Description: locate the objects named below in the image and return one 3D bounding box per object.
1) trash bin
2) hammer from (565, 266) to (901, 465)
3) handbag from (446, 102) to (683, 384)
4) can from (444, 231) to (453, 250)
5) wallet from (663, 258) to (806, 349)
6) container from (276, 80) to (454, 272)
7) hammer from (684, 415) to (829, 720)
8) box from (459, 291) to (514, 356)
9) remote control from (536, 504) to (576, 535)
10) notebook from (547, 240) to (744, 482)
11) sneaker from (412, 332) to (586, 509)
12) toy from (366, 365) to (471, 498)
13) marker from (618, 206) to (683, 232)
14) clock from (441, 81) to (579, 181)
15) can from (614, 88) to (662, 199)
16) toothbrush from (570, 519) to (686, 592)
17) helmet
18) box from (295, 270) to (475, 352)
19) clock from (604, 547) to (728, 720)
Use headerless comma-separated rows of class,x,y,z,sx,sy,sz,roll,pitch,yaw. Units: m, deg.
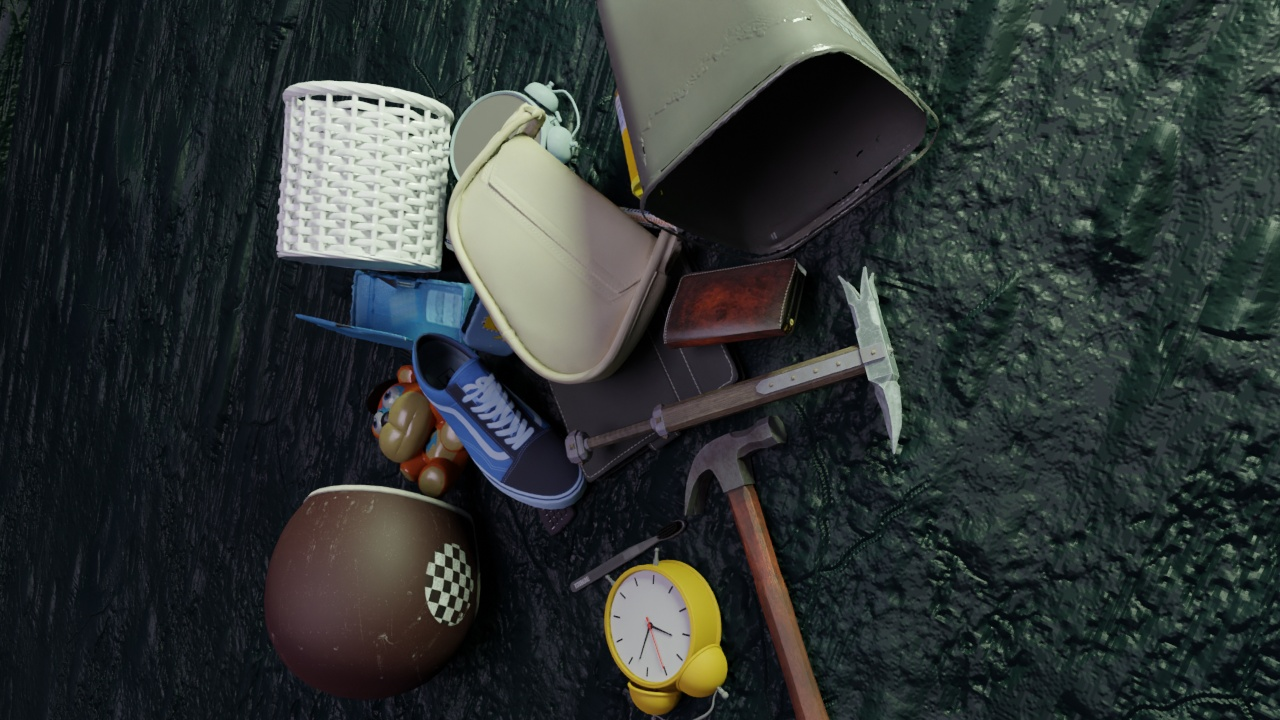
trash bin,0.083,-0.234,0.739,0.198,0.197,0.220,-36,59,32
hammer,0.066,0.043,0.794,0.318,0.028,0.147,-19,72,27
handbag,-0.075,-0.101,0.877,0.229,0.132,0.184,41,97,6
can,-0.199,-0.172,1.061,0.032,0.032,0.095,29,106,37
wallet,0.078,-0.048,0.786,0.123,0.019,0.072,-5,60,41
container,-0.317,-0.204,1.061,0.190,0.189,0.187,5,92,40
hammer,0.115,0.207,0.784,0.111,0.028,0.300,-28,71,34
box,-0.122,-0.098,0.956,0.064,0.069,0.210,33,110,22
remote control,-0.109,0.127,0.985,0.047,0.009,0.124,-47,61,28
notebook,-0.005,0.005,0.894,0.210,0.029,0.169,-38,64,33
sneaker,-0.156,0.057,0.941,0.241,0.098,0.083,40,73,21
toy,-0.254,0.078,1.063,0.176,0.096,0.112,36,104,46
marker,-0.016,-0.145,0.917,0.146,0.017,0.017,16,98,39
clock,-0.135,-0.233,0.988,0.160,0.045,0.122,-27,74,20
can,0.016,-0.209,0.861,0.068,0.067,0.105,-21,74,37
toothbrush,-0.016,0.194,0.904,0.168,0.013,0.013,-38,65,35
helmet,-0.297,0.241,1.017,0.234,0.234,0.253,-4,63,14
box,-0.306,-0.059,1.094,0.232,0.110,0.094,11,96,39
clock,0.022,0.257,0.844,0.114,0.052,0.151,-36,62,33
